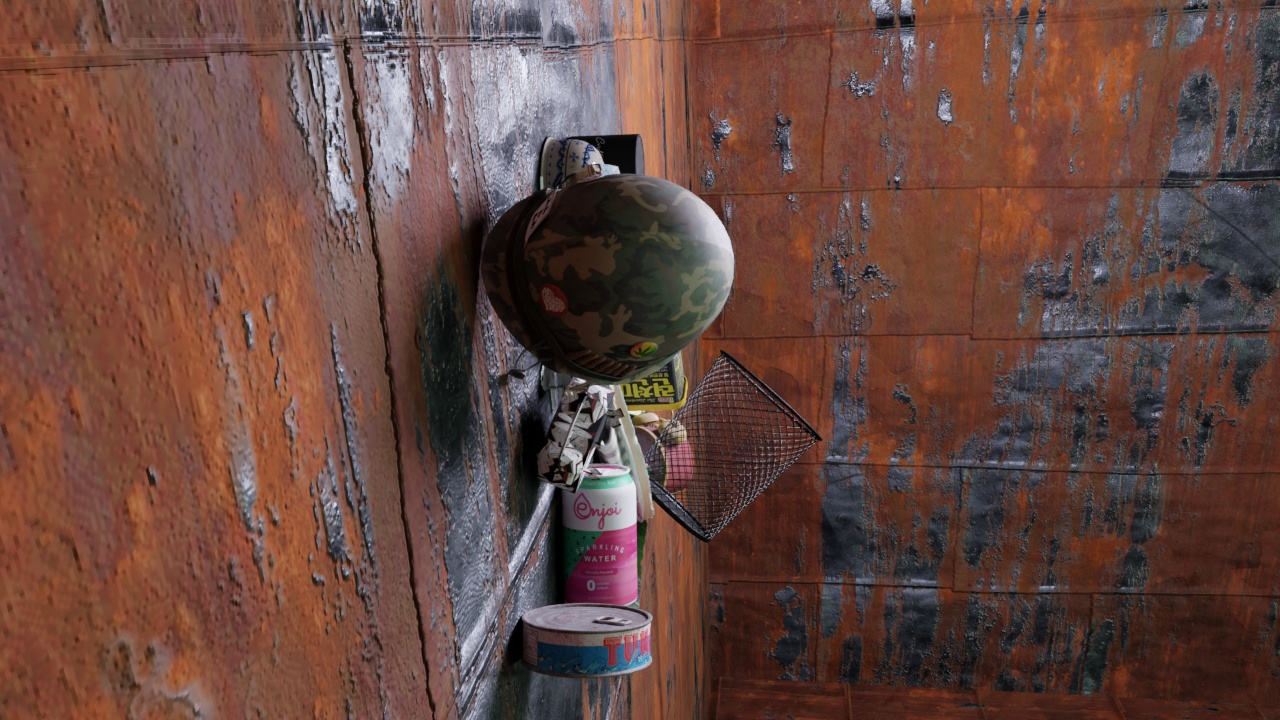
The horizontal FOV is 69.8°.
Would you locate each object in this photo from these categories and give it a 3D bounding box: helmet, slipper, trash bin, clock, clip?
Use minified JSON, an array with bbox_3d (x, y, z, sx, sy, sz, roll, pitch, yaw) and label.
[{"bbox_3d":[-0.036,-0.076,0.840,0.237,0.224,0.192,145,-57,-69],"label":"helmet"},{"bbox_3d":[-0.042,0.083,1.162,0.114,0.054,0.273,-136,-151,-69],"label":"slipper"},{"bbox_3d":[0.110,0.125,1.264,0.210,0.184,0.184,-48,170,1],"label":"trash bin"},{"bbox_3d":[0.028,0.139,1.416,0.081,0.117,0.159,-7,106,-43],"label":"clock"},{"bbox_3d":[-0.061,0.079,0.946,0.155,0.065,0.114,99,13,-83],"label":"clock"},{"bbox_3d":[-0.097,0.013,1.015,0.054,0.041,0.102,-125,-150,-72],"label":"clip"}]

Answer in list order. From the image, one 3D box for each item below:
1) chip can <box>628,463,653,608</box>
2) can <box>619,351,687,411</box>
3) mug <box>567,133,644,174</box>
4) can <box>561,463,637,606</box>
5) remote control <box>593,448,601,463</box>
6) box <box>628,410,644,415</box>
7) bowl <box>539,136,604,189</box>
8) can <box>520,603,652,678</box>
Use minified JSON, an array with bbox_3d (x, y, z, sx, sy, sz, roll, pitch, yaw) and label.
[{"bbox_3d":[-0.027,0.252,1.298,0.075,0.075,0.222,78,15,-54],"label":"chip can"},{"bbox_3d":[-0.007,0.007,1.239,0.072,0.131,0.101,-78,162,-55],"label":"can"},{"bbox_3d":[-0.044,-0.221,1.119,0.078,0.088,0.113,72,20,-64],"label":"mug"},{"bbox_3d":[-0.049,0.211,1.091,0.088,0.088,0.166,-30,120,-80],"label":"can"},{"bbox_3d":[-0.058,0.158,1.286,0.034,0.013,0.149,78,14,-55],"label":"remote control"},{"bbox_3d":[-0.018,-0.009,1.458,0.140,0.048,0.187,37,53,-75],"label":"box"},{"bbox_3d":[-0.071,-0.194,1.034,0.115,0.059,0.115,1,89,-82],"label":"bowl"},{"bbox_3d":[-0.053,0.276,0.912,0.130,0.130,0.044,24,66,-81],"label":"can"}]
